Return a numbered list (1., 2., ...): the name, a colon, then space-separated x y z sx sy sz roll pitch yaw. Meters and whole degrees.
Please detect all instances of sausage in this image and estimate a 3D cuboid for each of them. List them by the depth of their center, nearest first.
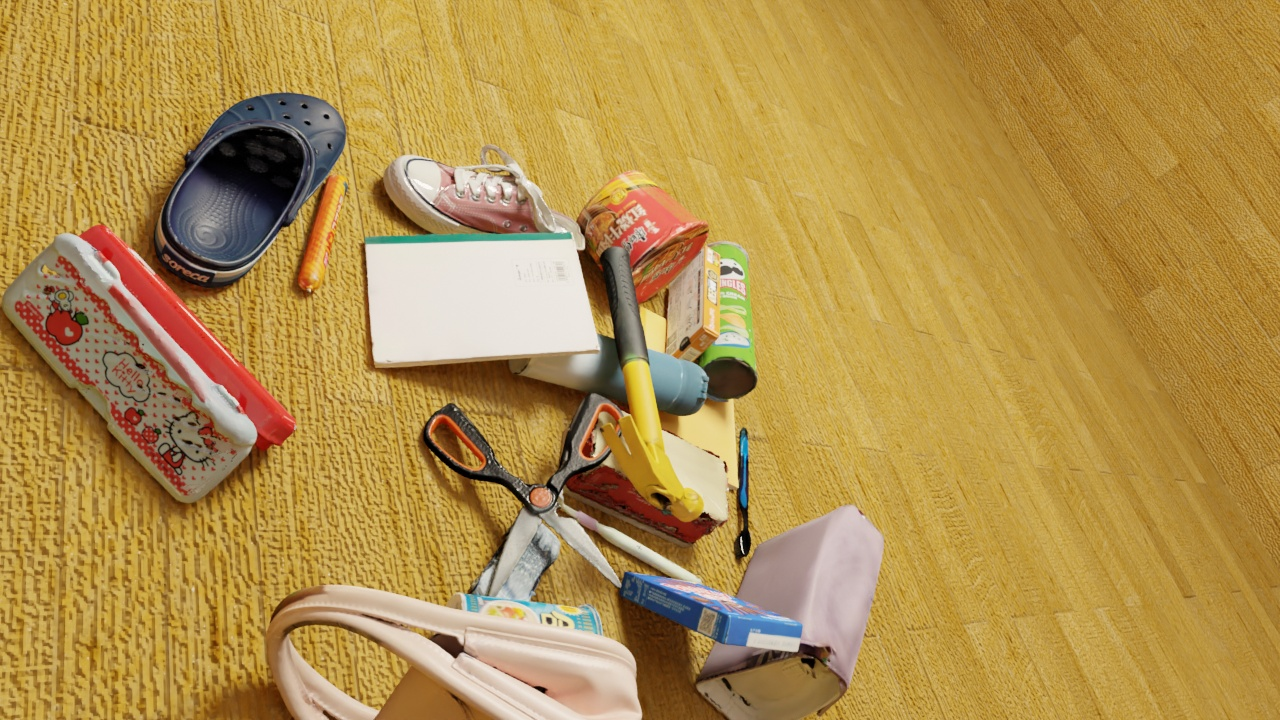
1. sausage: -0.295 -0.123 0.857 0.021 0.022 0.164 24 44 -28

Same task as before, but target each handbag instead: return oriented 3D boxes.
1. handbag: -0.134 0.222 0.592 0.234 0.194 0.093 29 38 -8
2. handbag: 0.155 0.246 0.879 0.098 0.145 0.196 42 39 -4

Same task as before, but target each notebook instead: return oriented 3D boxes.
1. notebook: -0.154 -0.064 0.883 0.209 0.012 0.150 -4 58 -17
2. notebook: 0.054 0.040 1.070 0.145 0.010 0.205 27 42 -25

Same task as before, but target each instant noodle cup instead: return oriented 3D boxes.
1. instant noodle cup: -0.098 0.223 0.698 0.110 0.099 0.099 20 45 -21
2. instant noodle cup: -0.003 -0.149 1.087 0.108 0.138 0.137 48 36 13

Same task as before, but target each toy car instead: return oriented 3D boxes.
1. toy car: -0.104 0.177 0.777 0.049 0.031 0.105 41 40 -7

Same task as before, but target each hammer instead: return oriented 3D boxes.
1. hammer: -0.005 0.005 0.884 0.129 0.033 0.300 44 27 -47

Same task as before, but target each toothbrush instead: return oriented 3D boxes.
1. toothbrush: -0.014 0.172 0.881 0.189 0.029 0.020 35 81 -19
2. toothbrush: 0.116 0.146 1.039 0.014 0.016 0.189 24 40 -15

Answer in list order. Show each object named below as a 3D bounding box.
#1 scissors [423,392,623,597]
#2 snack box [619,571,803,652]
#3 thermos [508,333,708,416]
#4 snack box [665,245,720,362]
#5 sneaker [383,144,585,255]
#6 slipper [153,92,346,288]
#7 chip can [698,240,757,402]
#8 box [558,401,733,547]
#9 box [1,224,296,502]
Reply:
1. scissors: -0.089 0.106 0.805 0.233 0.022 0.220 37 54 15
2. snack box: 0.058 0.219 0.808 0.084 0.157 0.026 18 82 -33
3. thermos: -0.028 0.010 0.960 0.220 0.070 0.070 17 47 -30
4. snack box: 0.063 -0.064 1.099 0.026 0.075 0.153 29 40 -22
5. sneaker: -0.152 -0.172 0.987 0.240 0.088 0.118 19 46 -35
6. slipper: -0.337 -0.170 0.802 0.105 0.095 0.252 35 43 -21
7. chip can: 0.104 -0.053 1.135 0.072 0.072 0.235 31 37 -22
8. box: 0.010 0.111 0.909 0.168 0.078 0.091 28 42 -24
9. box: -0.356 0.006 0.659 0.100 0.095 0.201 -43 90 -15
